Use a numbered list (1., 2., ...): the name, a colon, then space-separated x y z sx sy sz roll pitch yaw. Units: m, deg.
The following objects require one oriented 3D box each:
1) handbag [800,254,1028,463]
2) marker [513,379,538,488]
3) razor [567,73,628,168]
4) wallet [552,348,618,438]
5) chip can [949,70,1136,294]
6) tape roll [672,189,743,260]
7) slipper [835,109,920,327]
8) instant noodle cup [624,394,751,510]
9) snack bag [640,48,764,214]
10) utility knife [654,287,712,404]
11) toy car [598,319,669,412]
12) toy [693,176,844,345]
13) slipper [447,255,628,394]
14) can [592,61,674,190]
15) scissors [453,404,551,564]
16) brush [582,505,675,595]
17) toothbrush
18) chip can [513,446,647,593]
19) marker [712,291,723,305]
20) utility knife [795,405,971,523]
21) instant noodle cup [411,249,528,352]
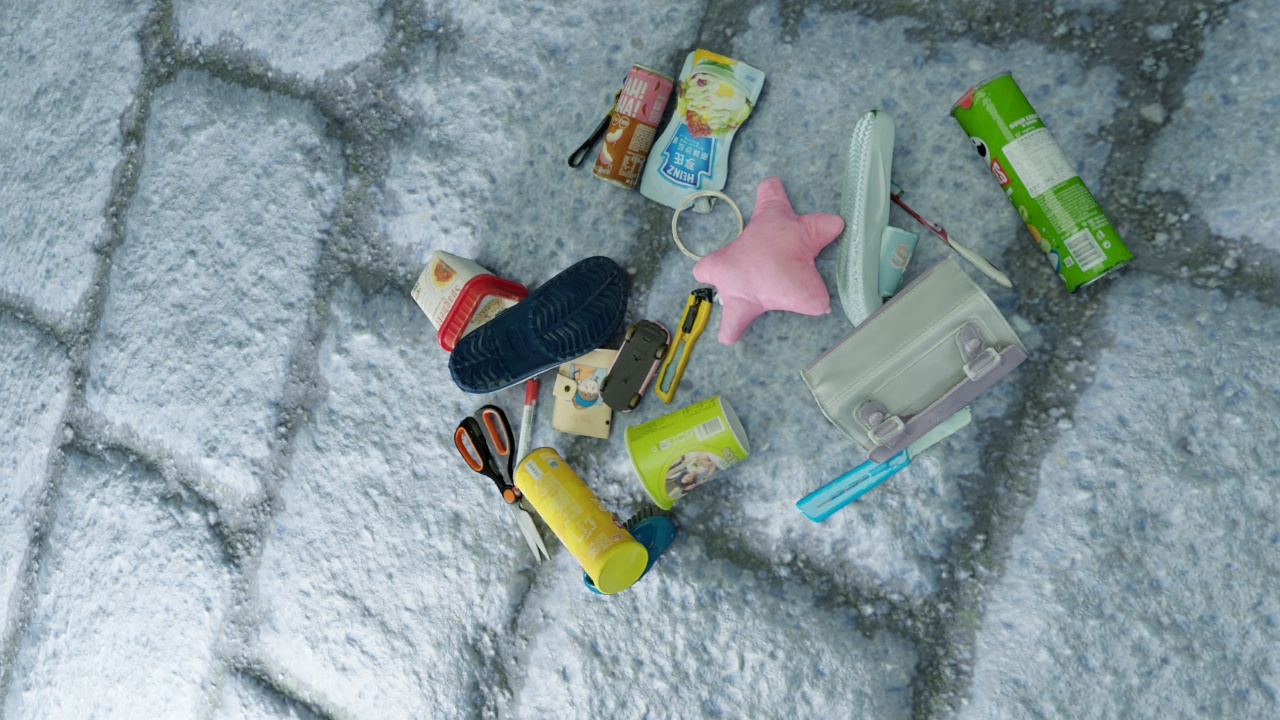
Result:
1. handbag: 0.290 0.010 0.961 0.197 0.145 0.098 -40 42 17
2. marker: -0.152 0.097 1.217 0.017 0.017 0.145 3 82 24
3. razor: -0.045 -0.304 1.183 0.042 0.022 0.143 38 108 -17
4. wallet: -0.073 0.039 1.191 0.087 0.024 0.115 8 90 23
5. chip can: 0.412 -0.183 0.947 0.072 0.072 0.236 -33 77 20
6. tape roll: 0.081 -0.163 1.110 0.086 0.013 0.086 3 108 8
7. slipper: 0.261 -0.147 1.002 0.074 0.104 0.245 1 99 -4
8. instant noodle cup: 0.061 0.102 1.091 0.123 0.111 0.111 -28 78 13
9. snack bag: 0.072 -0.276 1.122 0.110 0.038 0.191 25 103 17
10. utility knife: 0.053 -0.019 1.138 0.033 0.015 0.156 24 100 25
11. toy car: -0.007 0.007 1.151 0.056 0.037 0.122 30 97 14
12. toy: 0.147 -0.099 1.048 0.195 0.074 0.178 -52 55 13
13. slipper: -0.125 -0.035 1.172 0.253 0.095 0.105 -32 93 -3
14. can: -0.009 -0.289 1.140 0.058 0.057 0.147 28 105 22
15. scissors: -0.188 0.175 1.249 0.153 0.021 0.234 -6 94 32
16. brush: -0.014 0.242 1.131 0.144 0.073 0.055 -41 116 19
17. toothbrush: 0.335 -0.142 1.013 0.187 0.016 0.017 44 96 19
18. chip can: -0.078 0.191 1.123 0.213 0.072 0.072 40 106 43
19. marker: 0.149 -0.070 1.094 0.131 0.018 0.022 4 100 24
20. utility knife: 0.276 0.117 1.036 0.225 0.018 0.034 -36 75 18
21. instant noodle cup: -0.231 -0.080 1.222 0.124 0.116 0.116 42 106 32
